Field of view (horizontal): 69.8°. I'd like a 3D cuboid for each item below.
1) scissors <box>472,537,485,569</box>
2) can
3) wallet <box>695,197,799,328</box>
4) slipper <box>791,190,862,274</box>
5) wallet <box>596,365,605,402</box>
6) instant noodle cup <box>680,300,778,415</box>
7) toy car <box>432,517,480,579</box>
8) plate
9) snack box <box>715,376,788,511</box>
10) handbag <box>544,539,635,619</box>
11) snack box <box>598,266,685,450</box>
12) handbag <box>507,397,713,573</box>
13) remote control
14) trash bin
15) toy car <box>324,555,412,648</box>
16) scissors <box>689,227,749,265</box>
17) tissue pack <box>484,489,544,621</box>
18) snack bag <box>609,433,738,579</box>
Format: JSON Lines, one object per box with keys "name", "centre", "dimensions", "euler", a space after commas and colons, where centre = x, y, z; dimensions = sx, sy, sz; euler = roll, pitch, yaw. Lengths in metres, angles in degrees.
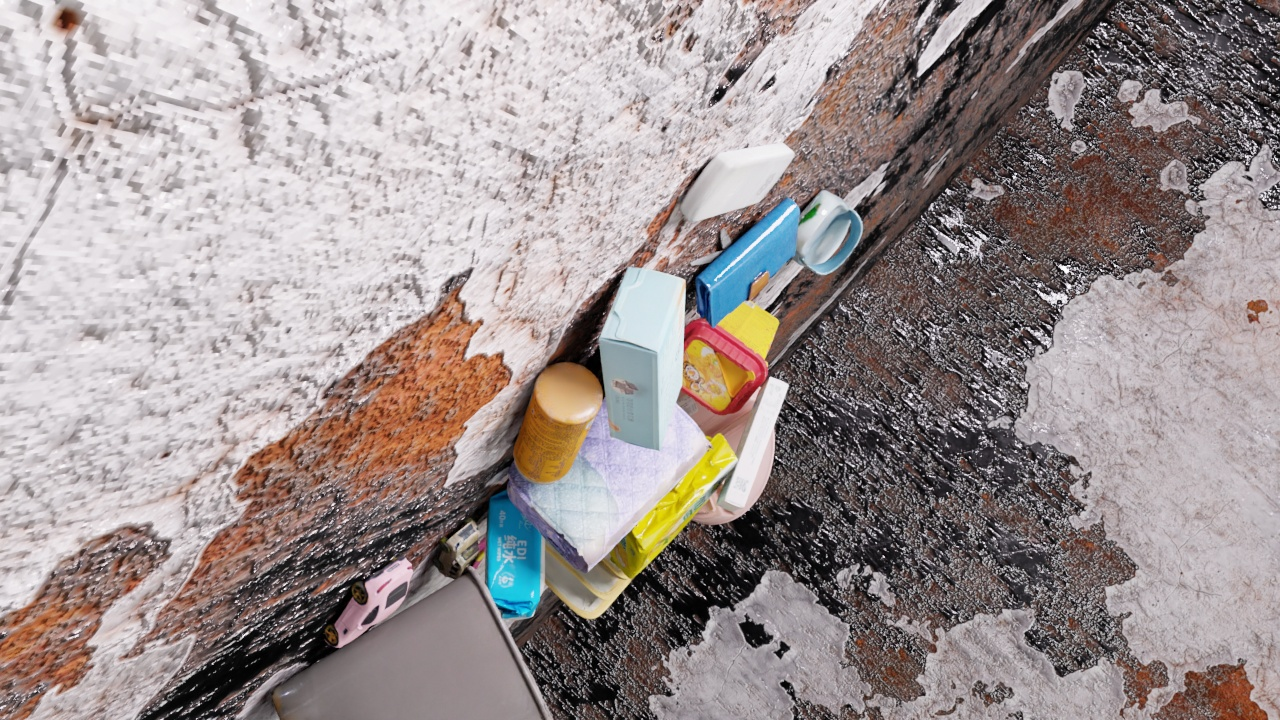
{"name": "scissors", "centre": [-0.182, 0.212, 1.112], "dimensions": [0.136, 0.017, 0.105], "euler": [-50, 164, -5]}
{"name": "can", "centre": [-0.076, 0.059, 0.818], "dimensions": [0.058, 0.058, 0.146], "euler": [-40, 168, -31]}
{"name": "wallet", "centre": [0.114, -0.100, 0.967], "dimensions": [0.133, 0.040, 0.106], "euler": [-41, 161, -10]}
{"name": "slipper", "centre": [0.250, -0.165, 1.220], "dimensions": [0.104, 0.074, 0.245], "euler": [-49, 168, 10]}
{"name": "wallet", "centre": [-0.038, 0.028, 0.883], "dimensions": [0.096, 0.020, 0.123], "euler": [-64, -179, -34]}
{"name": "instant noodle cup", "centre": [0.109, -0.015, 1.162], "dimensions": [0.123, 0.116, 0.116], "euler": [-53, 177, -44]}
{"name": "toy car", "centre": [-0.191, 0.200, 0.969], "dimensions": [0.042, 0.035, 0.091], "euler": [-40, 166, -36]}
{"name": "plate", "centre": [0.085, 0.109, 1.254], "dimensions": [0.028, 0.229, 0.230], "euler": [4, 134, -43]}
{"name": "snack box", "centre": [0.133, 0.102, 1.096], "dimensions": [0.085, 0.027, 0.156], "euler": [99, 14, -78]}
{"name": "handbag", "centre": [-0.070, 0.247, 1.274], "dimensions": [0.178, 0.163, 0.063], "euler": [-36, 164, -51]}
{"name": "snack box", "centre": [0.004, 0.003, 0.780], "dimensions": [0.175, 0.052, 0.074], "euler": [87, 21, -58]}
{"name": "handbag", "centre": [-0.036, 0.109, 0.961], "dimensions": [0.193, 0.134, 0.076], "euler": [-42, 167, -21]}
{"name": "remote control", "centre": [0.081, -0.149, 0.753], "dimensions": [0.058, 0.021, 0.149], "euler": [-52, 168, 30]}
{"name": "trash bin", "centre": [-0.228, 0.354, 0.916], "dimensions": [0.219, 0.198, 0.199], "euler": [-23, 160, -26]}
{"name": "toy car", "centre": [-0.246, 0.225, 0.839], "dimensions": [0.123, 0.037, 0.056], "euler": [-52, 167, 32]}
{"name": "scissors", "centre": [0.095, -0.116, 0.969], "dimensions": [0.173, 0.014, 0.160], "euler": [-38, 165, -28]}
{"name": "tissue pack", "centre": [-0.136, 0.211, 0.995], "dimensions": [0.063, 0.139, 0.090], "euler": [2, 155, -10]}
{"name": "snack bag", "centre": [0.027, 0.175, 1.106], "dimensions": [0.157, 0.068, 0.247], "euler": [-43, 169, -19]}
